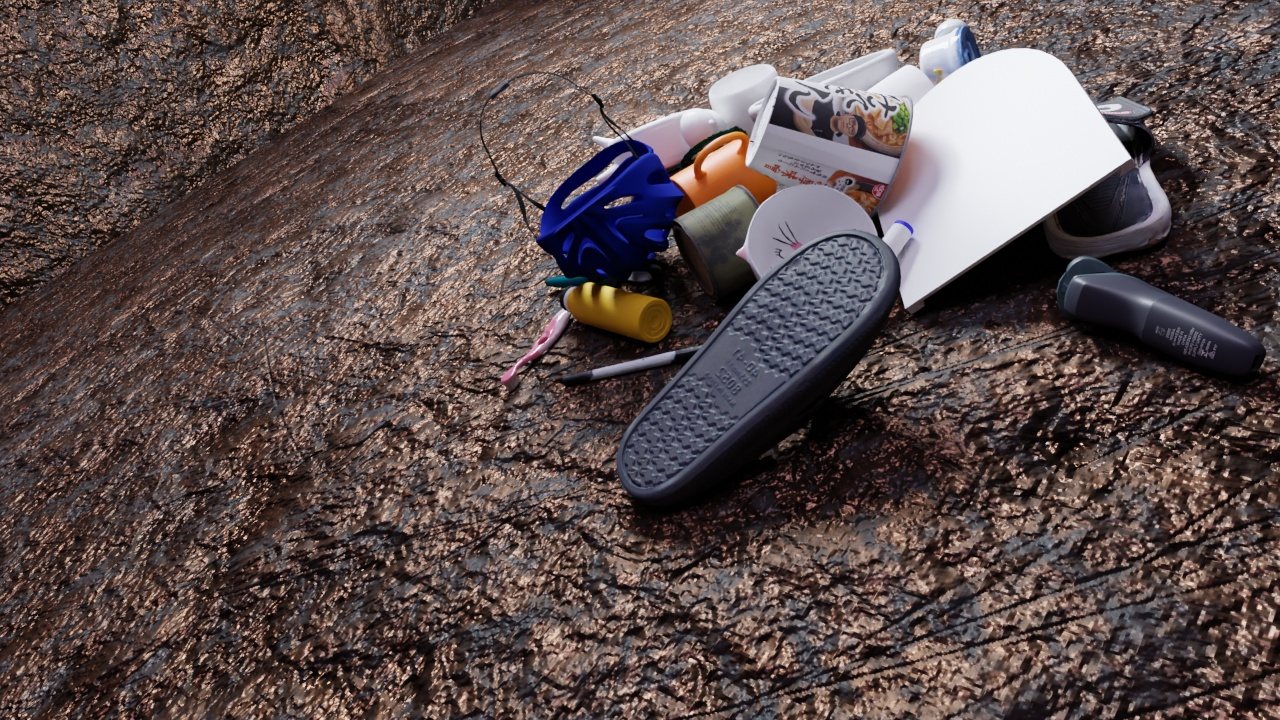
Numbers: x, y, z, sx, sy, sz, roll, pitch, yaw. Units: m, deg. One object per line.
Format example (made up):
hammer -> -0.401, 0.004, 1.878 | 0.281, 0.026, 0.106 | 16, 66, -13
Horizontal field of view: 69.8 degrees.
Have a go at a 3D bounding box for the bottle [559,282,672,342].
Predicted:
bottle -> -0.030, -0.052, 0.921 | 0.043, 0.043, 0.144 | -41, 34, -24

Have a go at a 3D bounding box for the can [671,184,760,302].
can -> 0.082, -0.112, 0.884 | 0.074, 0.090, 0.090 | -29, 31, -4

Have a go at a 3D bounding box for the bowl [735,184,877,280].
bowl -> 0.148, -0.094, 0.816 | 0.114, 0.051, 0.114 | 0, 72, -1

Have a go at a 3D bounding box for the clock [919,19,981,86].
clock -> 0.349, -0.324, 1.012 | 0.052, 0.089, 0.125 | -10, 35, 35

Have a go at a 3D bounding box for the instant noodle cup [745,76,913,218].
instant noodle cup -> 0.171, -0.206, 0.862 | 0.122, 0.124, 0.123 | 17, 36, -5

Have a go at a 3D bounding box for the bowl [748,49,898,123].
bowl -> 0.219, -0.297, 1.070 | 0.177, 0.066, 0.176 | -22, 15, 6

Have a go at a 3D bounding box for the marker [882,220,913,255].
marker -> 0.183, -0.060, 0.768 | 0.020, 0.020, 0.141 | 20, 68, 50

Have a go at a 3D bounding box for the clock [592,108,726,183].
clock -> 0.024, -0.274, 1.150 | 0.161, 0.073, 0.125 | -18, 8, 19

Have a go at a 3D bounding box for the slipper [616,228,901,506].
slipper -> 0.101, 0.019, 0.699 | 0.268, 0.083, 0.110 | -44, 40, 4

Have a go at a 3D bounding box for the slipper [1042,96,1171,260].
slipper -> 0.384, -0.177, 0.792 | 0.111, 0.063, 0.263 | -11, 36, 23

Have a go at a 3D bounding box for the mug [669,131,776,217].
mug -> 0.086, -0.196, 0.990 | 0.096, 0.113, 0.077 | -32, 61, -10

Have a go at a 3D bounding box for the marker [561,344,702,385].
marker -> -0.005, 0.005, 0.849 | 0.152, 0.011, 0.011 | -13, 33, 22

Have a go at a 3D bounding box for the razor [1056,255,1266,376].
razor -> 0.345, -0.028, 0.615 | 0.052, 0.047, 0.143 | -9, 28, -21

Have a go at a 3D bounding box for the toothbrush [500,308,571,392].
toothbrush -> -0.105, -0.014, 0.949 | 0.022, 0.016, 0.134 | -1, 36, 34

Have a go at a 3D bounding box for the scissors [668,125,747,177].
scissors -> 0.083, -0.233, 1.116 | 0.137, 0.015, 0.210 | -7, -7, -40

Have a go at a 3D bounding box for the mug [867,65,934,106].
mug -> 0.269, -0.248, 0.963 | 0.087, 0.081, 0.114 | -32, 31, 1

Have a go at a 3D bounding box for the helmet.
helmet -> -0.059, -0.185, 0.927 | 0.148, 0.227, 0.241 | -35, 11, 15

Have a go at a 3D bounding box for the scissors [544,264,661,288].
scissors -> -0.046, -0.100, 1.031 | 0.154, 0.019, 0.126 | -20, 33, 6

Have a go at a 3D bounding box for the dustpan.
dustpan -> 0.303, -0.166, 0.801 | 0.192, 0.053, 0.257 | -38, 31, 31

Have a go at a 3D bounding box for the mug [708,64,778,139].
mug -> 0.139, -0.340, 1.207 | 0.094, 0.068, 0.115 | -28, 31, -3
